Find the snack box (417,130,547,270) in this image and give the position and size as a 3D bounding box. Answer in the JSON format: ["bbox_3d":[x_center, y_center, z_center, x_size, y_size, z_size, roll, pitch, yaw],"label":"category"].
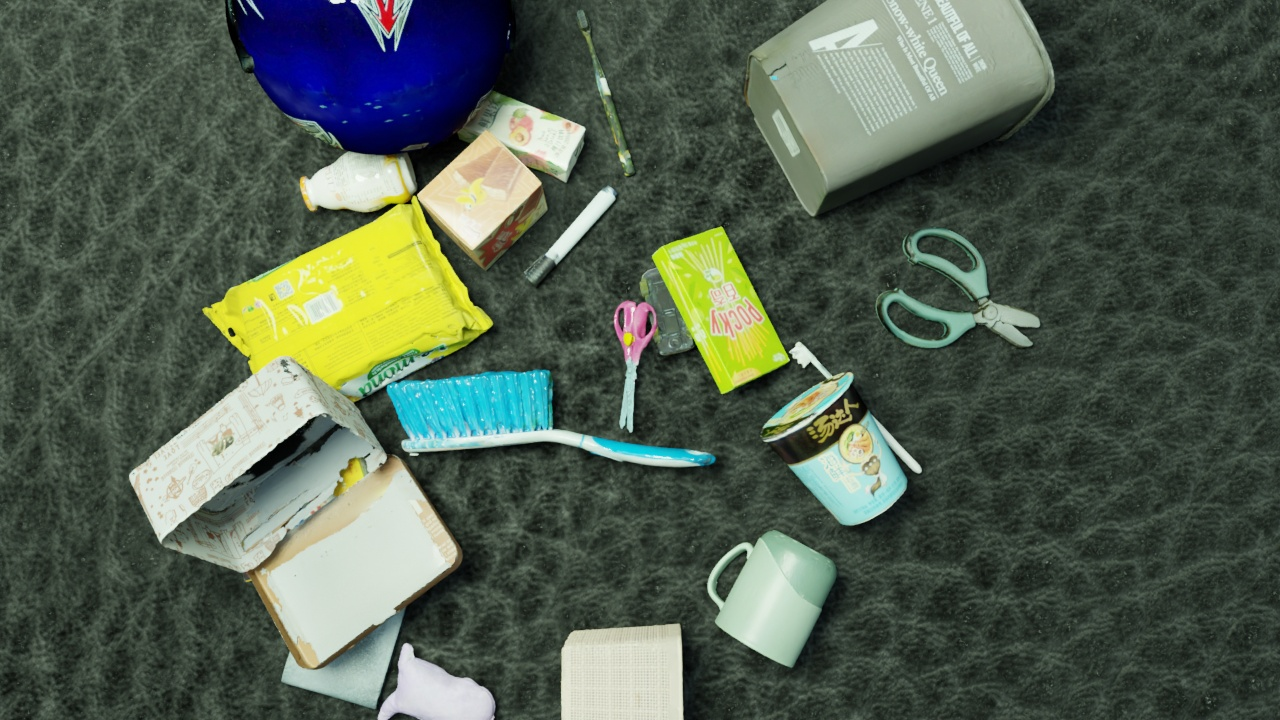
[{"bbox_3d":[-0.153,-0.156,0.910,0.077,0.093,0.094,44,84,3],"label":"snack box"}]

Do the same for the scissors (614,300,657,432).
[{"bbox_3d":[-0.004,0.007,0.916,0.017,0.072,0.137,3,87,-39],"label":"scissors"}]

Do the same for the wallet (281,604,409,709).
[{"bbox_3d":[-0.286,0.269,0.899,0.097,0.019,0.120,16,82,-1],"label":"wallet"}]

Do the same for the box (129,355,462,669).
[{"bbox_3d":[-0.303,0.136,0.807,0.180,0.158,0.217,-37,73,-5],"label":"box"}]

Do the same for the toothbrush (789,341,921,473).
[{"bbox_3d":[0.219,0.050,0.934,0.016,0.016,0.180,-44,86,2],"label":"toothbrush"}]

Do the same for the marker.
[{"bbox_3d":[-0.072,-0.130,0.947,0.022,0.018,0.130,39,85,12],"label":"marker"}]

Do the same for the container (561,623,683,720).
[{"bbox_3d":[-0.016,0.300,0.866,0.111,0.090,0.090,-1,84,1],"label":"container"}]

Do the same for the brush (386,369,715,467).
[{"bbox_3d":[-0.087,0.060,0.902,0.314,0.060,0.109,-5,90,3],"label":"brush"}]

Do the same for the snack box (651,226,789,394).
[{"bbox_3d":[0.081,-0.052,0.918,0.085,0.026,0.156,-22,83,-35],"label":"snack box"}]

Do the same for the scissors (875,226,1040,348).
[{"bbox_3d":[0.336,-0.075,0.949,0.179,0.019,0.161,9,83,1],"label":"scissors"}]

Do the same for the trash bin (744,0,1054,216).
[{"bbox_3d":[0.233,-0.267,0.888,0.220,0.198,0.199,-28,85,1],"label":"trash bin"}]

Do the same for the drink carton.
[{"bbox_3d":[-0.122,-0.232,0.943,0.122,0.045,0.053,22,78,1],"label":"drink carton"}]

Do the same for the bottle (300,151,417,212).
[{"bbox_3d":[-0.284,-0.180,0.925,0.108,0.063,0.063,-15,84,-3],"label":"bottle"}]

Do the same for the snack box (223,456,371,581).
[{"bbox_3d":[-0.329,0.154,0.903,0.140,0.034,0.087,-17,85,-5],"label":"snack box"}]

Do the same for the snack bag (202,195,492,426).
[{"bbox_3d":[-0.290,-0.046,0.909,0.246,0.068,0.158,-28,85,-3],"label":"snack bag"}]

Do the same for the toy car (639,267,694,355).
[{"bbox_3d":[0.026,-0.050,0.931,0.042,0.035,0.090,-13,78,-4],"label":"toy car"}]

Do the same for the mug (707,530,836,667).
[{"bbox_3d":[0.122,0.220,0.887,0.112,0.082,0.106,24,83,33],"label":"mug"}]

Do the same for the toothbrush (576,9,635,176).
[{"bbox_3d":[-0.037,-0.282,0.964,0.012,0.017,0.185,-17,84,1],"label":"toothbrush"}]

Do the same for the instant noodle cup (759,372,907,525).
[{"bbox_3d":[0.194,0.090,0.889,0.111,0.111,0.120,-37,93,-5],"label":"instant noodle cup"}]

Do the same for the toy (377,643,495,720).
[{"bbox_3d":[-0.193,0.330,0.883,0.108,0.039,0.084,23,98,-3],"label":"toy"}]

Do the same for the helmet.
[{"bbox_3d":[-0.250,-0.327,0.854,0.247,0.241,0.315,-10,40,-16],"label":"helmet"}]
